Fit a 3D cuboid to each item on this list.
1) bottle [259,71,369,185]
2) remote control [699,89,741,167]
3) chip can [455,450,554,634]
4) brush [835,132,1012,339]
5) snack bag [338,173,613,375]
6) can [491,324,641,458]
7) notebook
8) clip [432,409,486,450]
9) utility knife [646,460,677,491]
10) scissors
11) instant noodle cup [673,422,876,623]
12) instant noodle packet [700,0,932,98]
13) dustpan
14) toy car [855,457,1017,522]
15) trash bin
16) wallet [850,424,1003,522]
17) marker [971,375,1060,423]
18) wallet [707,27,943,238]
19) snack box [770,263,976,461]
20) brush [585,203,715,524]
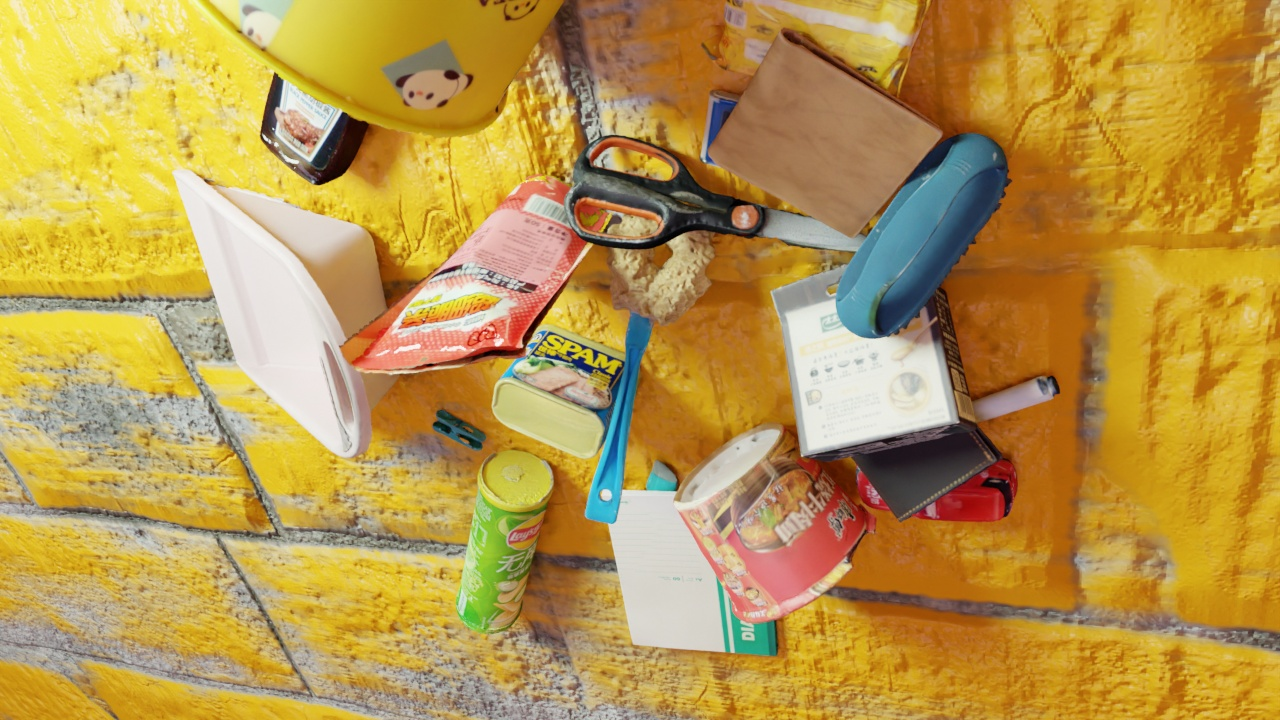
[{"bbox_3d":[-0.228,-0.224,0.684,0.080,0.043,0.195,40,129,2],"label":"bottle"},{"bbox_3d":[0.102,-0.142,0.609,0.125,0.024,0.049,17,128,12],"label":"remote control"},{"bbox_3d":[-0.140,0.188,0.919,0.072,0.072,0.222,23,129,7],"label":"chip can"},{"bbox_3d":[0.172,-0.076,0.570,0.055,0.073,0.144,40,109,21],"label":"brush"},{"bbox_3d":[-0.101,-0.056,0.641,0.129,0.207,0.073,1,125,22],"label":"snack bag"},{"bbox_3d":[-0.061,0.025,0.762,0.102,0.083,0.057,22,129,8],"label":"can"},{"bbox_3d":[0.051,0.205,0.876,0.150,0.012,0.209,0,124,14],"label":"notebook"},{"bbox_3d":[-0.176,0.069,0.888,0.057,0.014,0.046,27,128,6],"label":"clip"},{"bbox_3d":[0.009,0.159,0.871,0.029,0.013,0.172,22,128,11],"label":"utility knife"},{"bbox_3d":[0.063,-0.115,0.634,0.235,0.124,0.022,-4,164,5],"label":"scissors"},{"bbox_3d":[0.099,0.124,0.737,0.138,0.137,0.108,-32,98,37],"label":"instant noodle cup"},{"bbox_3d":[0.106,-0.214,0.544,0.128,0.044,0.111,22,131,11],"label":"instant noodle packet"},{"bbox_3d":[-0.324,-0.030,0.803,0.274,0.138,0.223,8,127,18],"label":"dustpan"},{"bbox_3d":[0.227,0.098,0.713,0.121,0.045,0.053,1,122,26],"label":"toy car"},{"bbox_3d":[-0.097,-0.288,0.476,0.229,0.229,0.256,43,123,-9],"label":"trash bin"},{"bbox_3d":[0.191,0.048,0.681,0.097,0.020,0.122,-45,74,35],"label":"wallet"},{"bbox_3d":[0.243,0.038,0.681,0.131,0.018,0.022,-27,100,36],"label":"marker"},{"bbox_3d":[0.112,-0.137,0.572,0.115,0.020,0.101,30,141,-5],"label":"wallet"},{"bbox_3d":[0.160,-0.002,0.641,0.113,0.125,0.053,-17,159,32],"label":"snack box"},{"bbox_3d":[-0.004,0.004,0.691,0.083,0.045,0.255,13,104,2],"label":"brush"}]
